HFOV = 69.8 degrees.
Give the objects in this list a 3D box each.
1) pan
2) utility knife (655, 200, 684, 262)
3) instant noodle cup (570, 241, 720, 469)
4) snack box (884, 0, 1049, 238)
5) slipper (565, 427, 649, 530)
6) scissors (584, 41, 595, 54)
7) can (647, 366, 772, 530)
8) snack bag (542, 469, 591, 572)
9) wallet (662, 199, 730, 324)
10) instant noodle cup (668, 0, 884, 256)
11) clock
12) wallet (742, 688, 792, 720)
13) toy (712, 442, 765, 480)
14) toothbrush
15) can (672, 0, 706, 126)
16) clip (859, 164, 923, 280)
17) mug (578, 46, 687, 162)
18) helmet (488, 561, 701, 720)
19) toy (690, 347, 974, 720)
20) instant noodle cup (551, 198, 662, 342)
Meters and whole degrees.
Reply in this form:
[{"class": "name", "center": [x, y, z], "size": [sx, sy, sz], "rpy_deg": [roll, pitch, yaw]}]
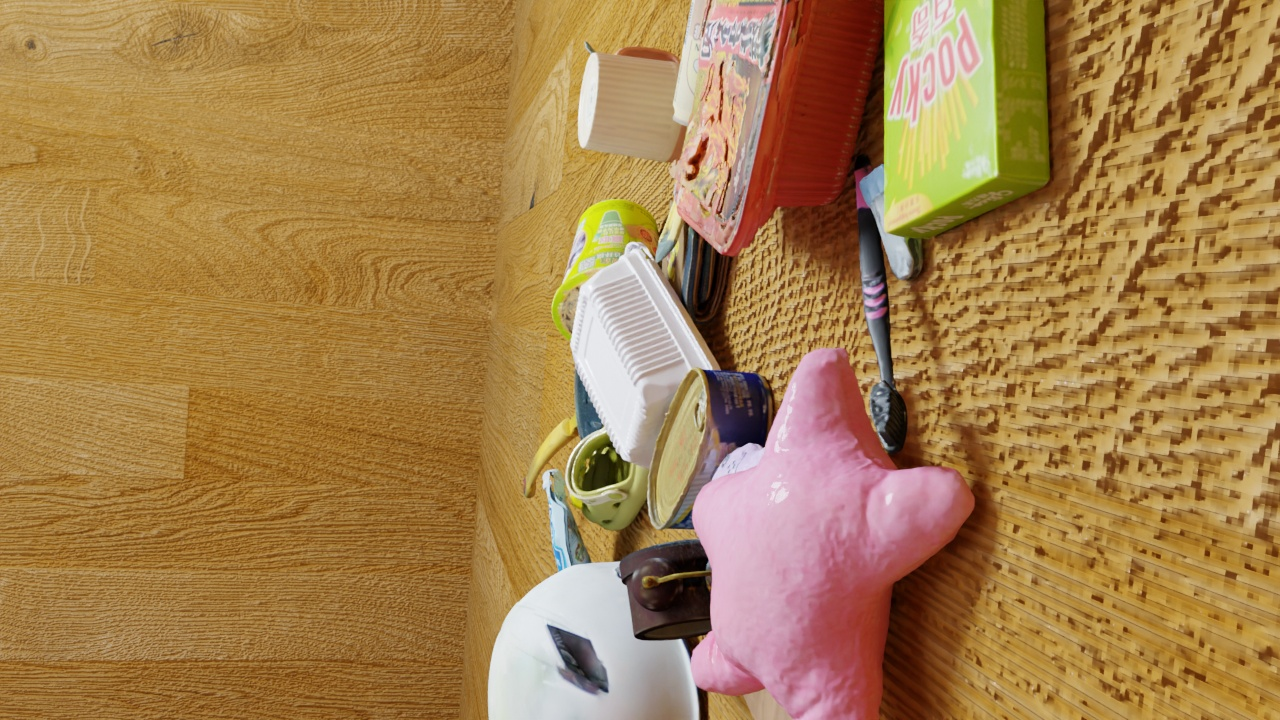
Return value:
[{"class": "pan", "center": [-0.071, 0.050, 1.049], "size": [0.358, 0.078, 0.197], "rpy_deg": [109, 160, -44]}, {"class": "utility knife", "center": [0.047, -0.165, 0.725], "size": [0.031, 0.020, 0.188], "rpy_deg": [2, 68, 63]}, {"class": "instant noodle cup", "center": [-0.004, 0.004, 0.747], "size": [0.173, 0.060, 0.138], "rpy_deg": [60, 152, 34]}, {"class": "snack box", "center": [0.139, -0.140, 0.402], "size": [0.086, 0.026, 0.156], "rpy_deg": [154, 119, -74]}, {"class": "slipper", "center": [-0.032, 0.102, 0.887], "size": [0.191, 0.081, 0.091], "rpy_deg": [125, 149, -59]}, {"class": "scissors", "center": [-0.005, -0.246, 0.856], "size": [0.017, 0.133, 0.130], "rpy_deg": [-35, 12, 34]}, {"class": "can", "center": [0.046, 0.066, 0.652], "size": [0.148, 0.049, 0.074], "rpy_deg": [109, 160, -44]}, {"class": "snack bag", "center": [-0.069, 0.208, 0.953], "size": [0.110, 0.039, 0.191], "rpy_deg": [-100, -3, -69]}, {"class": "wallet", "center": [0.043, -0.090, 0.750], "size": [0.115, 0.033, 0.090], "rpy_deg": [-112, 28, -67]}, {"class": "instant noodle cup", "center": [0.076, -0.158, 0.535], "size": [0.164, 0.079, 0.189], "rpy_deg": [-113, 32, -67]}, {"class": "clock", "center": [0.030, 0.154, 0.622], "size": [0.122, 0.082, 0.055], "rpy_deg": [107, 158, -63]}, {"class": "wallet", "center": [0.082, 0.176, 0.546], "size": [0.101, 0.020, 0.115], "rpy_deg": [-123, 37, -70]}, {"class": "toy", "center": [0.074, 0.082, 0.552], "size": [0.108, 0.039, 0.083], "rpy_deg": [164, 114, -66]}, {"class": "toothbrush", "center": [0.113, -0.038, 0.445], "size": [0.014, 0.018, 0.188], "rpy_deg": [-17, 48, 28]}, {"class": "can", "center": [0.061, -0.227, 0.663], "size": [0.058, 0.058, 0.116], "rpy_deg": [-115, 32, -62]}, {"class": "clip", "center": [0.126, -0.066, 0.447], "size": [0.027, 0.045, 0.058], "rpy_deg": [153, 110, -68]}, {"class": "mug", "center": [0.005, -0.224, 0.780], "size": [0.082, 0.105, 0.114], "rpy_deg": [116, 154, -55]}, {"class": "helmet", "center": [-0.054, 0.282, 0.784], "size": [0.259, 0.145, 0.229], "rpy_deg": [-179, 93, -75]}, {"class": "toy", "center": [0.077, 0.088, 0.456], "size": [0.179, 0.074, 0.194], "rpy_deg": [25, 101, 57]}, {"class": "instant noodle cup", "center": [-0.024, -0.087, 0.874], "size": [0.112, 0.111, 0.123], "rpy_deg": [110, 166, -47]}]
